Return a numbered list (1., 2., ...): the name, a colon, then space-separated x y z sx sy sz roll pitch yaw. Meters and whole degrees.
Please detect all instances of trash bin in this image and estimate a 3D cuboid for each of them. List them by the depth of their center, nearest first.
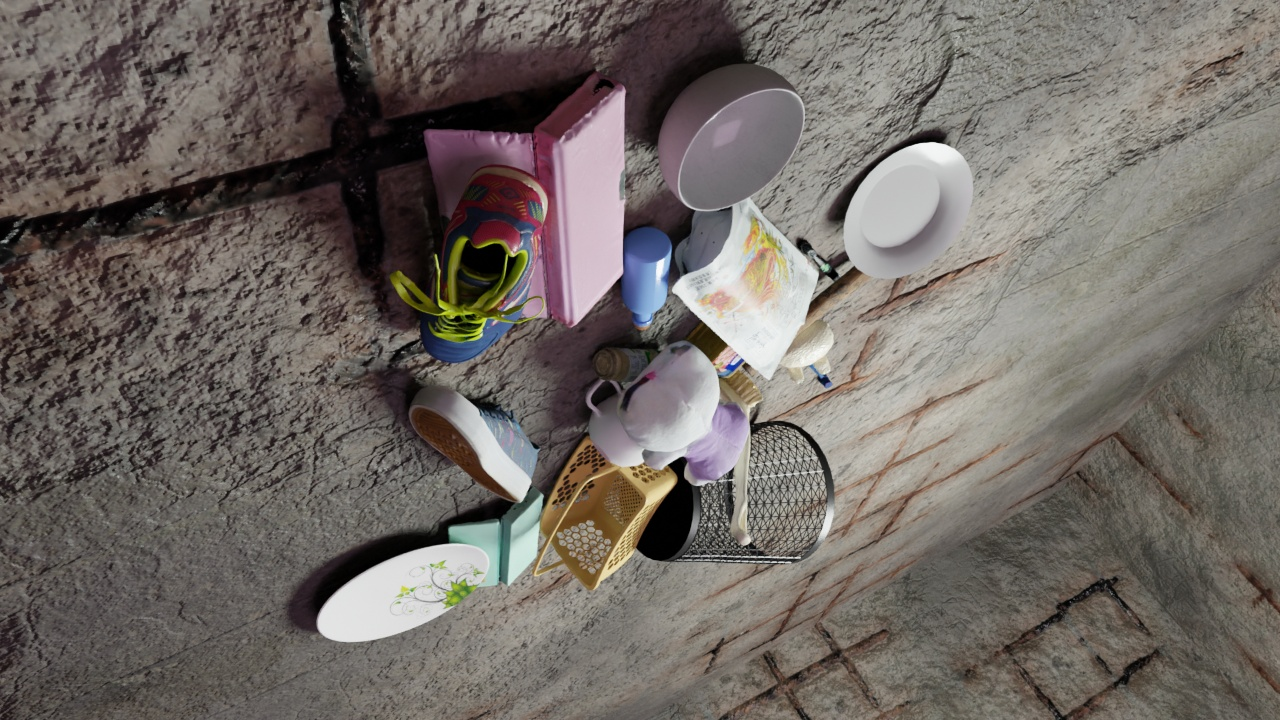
1. trash bin: 0.115 0.196 1.324 0.242 0.216 0.218 3 136 -38

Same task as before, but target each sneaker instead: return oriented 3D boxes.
1. sneaker: -0.145 -0.053 0.754 0.116 0.090 0.243 14 143 -14
2. sneaker: -0.172 0.076 0.993 0.079 0.087 0.236 -63 155 -21

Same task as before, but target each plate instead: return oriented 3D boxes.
1. plate: 0.315 -0.179 1.091 0.172 0.019 0.173 -11 126 -16
2. plate: -0.312 0.296 1.206 0.229 0.030 0.230 -22 149 -14

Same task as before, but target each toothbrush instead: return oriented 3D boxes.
1. toothbrush: 0.236 -0.114 1.155 0.014 0.017 0.188 -43 151 13
2. toothbrush: 0.257 0.008 1.361 0.016 0.017 0.190 -38 151 7

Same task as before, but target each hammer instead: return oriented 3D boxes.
1. hammer: 0.257 -0.097 1.167 0.330 0.033 0.120 -39 147 1

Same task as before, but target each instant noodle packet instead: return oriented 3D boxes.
1. instant noodle packet: 0.129 -0.082 1.019 0.269 0.057 0.147 33 85 -53

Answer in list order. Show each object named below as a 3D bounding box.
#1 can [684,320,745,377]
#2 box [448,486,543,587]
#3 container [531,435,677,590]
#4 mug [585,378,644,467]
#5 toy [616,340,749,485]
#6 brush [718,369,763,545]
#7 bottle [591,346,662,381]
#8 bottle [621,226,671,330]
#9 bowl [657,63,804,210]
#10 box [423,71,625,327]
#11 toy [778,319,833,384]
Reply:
1. can: 0.104 -0.026 1.117 0.059 0.054 0.100 9 130 -50
2. box: -0.196 0.255 1.255 0.137 0.056 0.187 -26 150 -26
3. container: -0.061 0.195 1.199 0.166 0.129 0.184 -15 141 -50
4. mug: -0.028 0.074 1.115 0.076 0.090 0.124 -40 121 -13
5. toy: 0.056 0.071 1.069 0.137 0.085 0.209 -55 139 -8
6. brush: 0.125 0.115 1.168 0.078 0.271 0.062 -34 126 31
7. bottle: -0.006 0.006 1.068 0.109 0.042 0.043 3 135 -45
8. bottle: 0.004 -0.077 0.944 0.048 0.048 0.131 -24 150 -18
9. bowl: 0.072 -0.202 0.804 0.131 0.064 0.132 -25 150 -16
10. box: -0.081 -0.115 0.781 0.172 0.075 0.234 -23 149 -15
11. toy: 0.219 -0.024 1.240 0.087 0.050 0.112 -26 110 -4
